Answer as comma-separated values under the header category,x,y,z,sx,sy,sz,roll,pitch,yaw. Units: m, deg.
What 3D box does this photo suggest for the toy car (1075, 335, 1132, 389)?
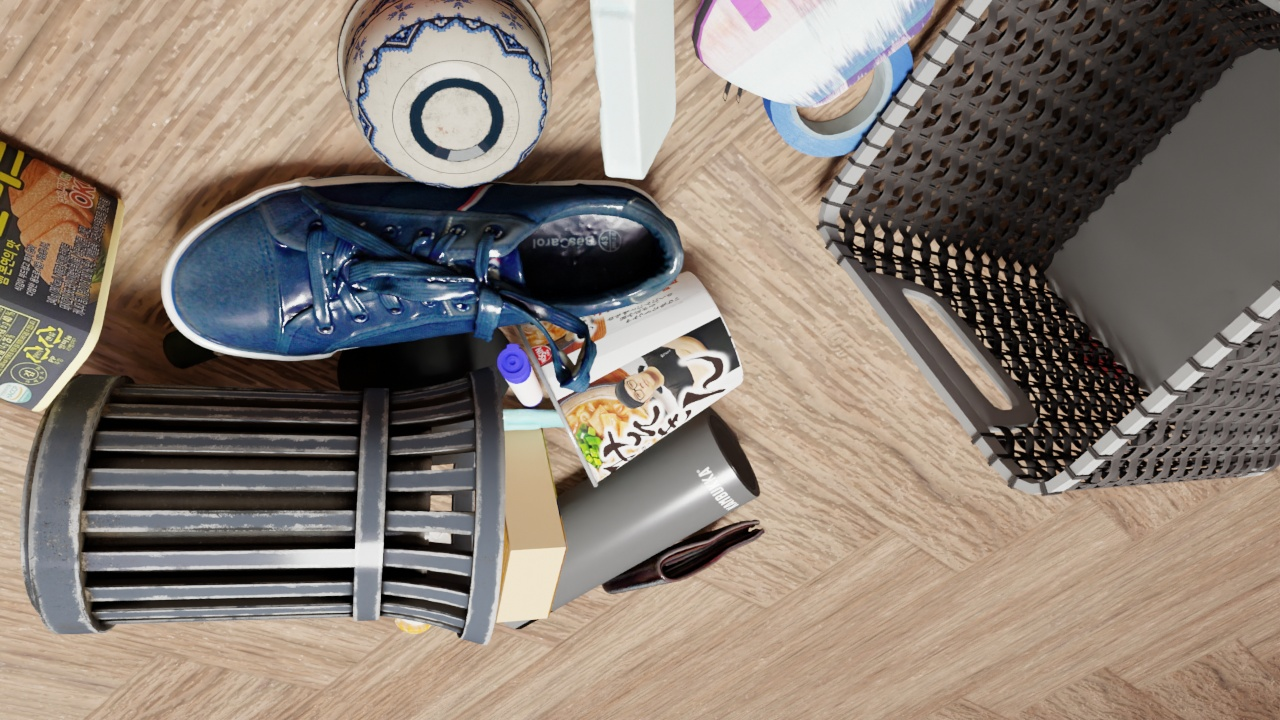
category,x,y,z,sx,sy,sz,roll,pitch,yaw
toy car,0.453,-0.038,0.761,0.070,0.061,0.170,21,124,-33

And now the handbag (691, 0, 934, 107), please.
category,x,y,z,sx,sy,sz,roll,pitch,yaw
handbag,0.072,-0.199,0.437,0.145,0.068,0.169,-37,155,18

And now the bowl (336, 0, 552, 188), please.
category,x,y,z,sx,sy,sz,roll,pitch,yaw
bowl,-0.099,-0.141,0.485,0.115,0.059,0.116,-9,135,-9

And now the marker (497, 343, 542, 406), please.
category,x,y,z,sx,sy,sz,roll,pitch,yaw
marker,-0.079,0.012,0.616,0.020,0.020,0.141,-14,171,-5

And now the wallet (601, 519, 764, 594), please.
category,x,y,z,sx,sy,sz,roll,pitch,yaw
wallet,0.038,0.174,0.809,0.119,0.031,0.100,-17,172,-35

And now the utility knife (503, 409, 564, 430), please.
category,x,y,z,sx,sy,sz,roll,pitch,yaw
utility knife,-0.036,0.046,0.713,0.168,0.015,0.022,2,149,-27

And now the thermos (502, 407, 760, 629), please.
category,x,y,z,sx,sy,sz,roll,pitch,yaw
thermos,-0.025,0.135,0.763,0.241,0.082,0.082,-32,134,14

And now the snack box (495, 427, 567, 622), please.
category,x,y,z,sx,sy,sz,roll,pitch,yaw
snack box,-0.092,0.117,0.692,0.040,0.125,0.088,0,133,-18

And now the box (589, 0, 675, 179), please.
category,x,y,z,sx,sy,sz,roll,pitch,yaw
box,-0.002,-0.197,0.408,0.043,0.135,0.197,2,135,4

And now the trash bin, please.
category,x,y,z,sx,sy,sz,roll,pitch,yaw
trash bin,-0.202,0.081,0.525,0.227,0.164,0.165,3,132,-16

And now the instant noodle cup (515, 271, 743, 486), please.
category,x,y,z,sx,sy,sz,roll,pitch,yaw
instant noodle cup,-0.004,0.004,0.626,0.121,0.123,0.124,-26,136,-5

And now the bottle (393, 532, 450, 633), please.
category,x,y,z,sx,sy,sz,roll,pitch,yaw
bottle,-0.184,0.188,0.778,0.063,0.063,0.109,4,131,-22

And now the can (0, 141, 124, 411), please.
category,x,y,z,sx,sy,sz,roll,pitch,yaw
can,-0.326,-0.050,0.452,0.073,0.130,0.101,-40,134,21

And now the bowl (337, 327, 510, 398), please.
category,x,y,z,sx,sy,sz,roll,pitch,yaw
bowl,-0.146,0.026,0.638,0.124,0.052,0.124,-9,135,-9

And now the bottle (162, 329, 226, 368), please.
category,x,y,z,sx,sy,sz,roll,pitch,yaw
bottle,-0.247,-0.023,0.578,0.106,0.025,0.025,-20,136,2

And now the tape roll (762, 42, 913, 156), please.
category,x,y,z,sx,sy,sz,roll,pitch,yaw
tape roll,0.120,-0.169,0.559,0.091,0.016,0.093,-5,134,-13

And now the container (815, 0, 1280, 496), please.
category,x,y,z,sx,sy,sz,roll,pitch,yaw
container,0.308,-0.081,0.537,0.243,0.247,0.246,8,131,-35

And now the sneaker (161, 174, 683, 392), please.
category,x,y,z,sx,sy,sz,roll,pitch,yaw
sneaker,-0.111,-0.045,0.507,0.294,0.127,0.121,-8,104,-13
